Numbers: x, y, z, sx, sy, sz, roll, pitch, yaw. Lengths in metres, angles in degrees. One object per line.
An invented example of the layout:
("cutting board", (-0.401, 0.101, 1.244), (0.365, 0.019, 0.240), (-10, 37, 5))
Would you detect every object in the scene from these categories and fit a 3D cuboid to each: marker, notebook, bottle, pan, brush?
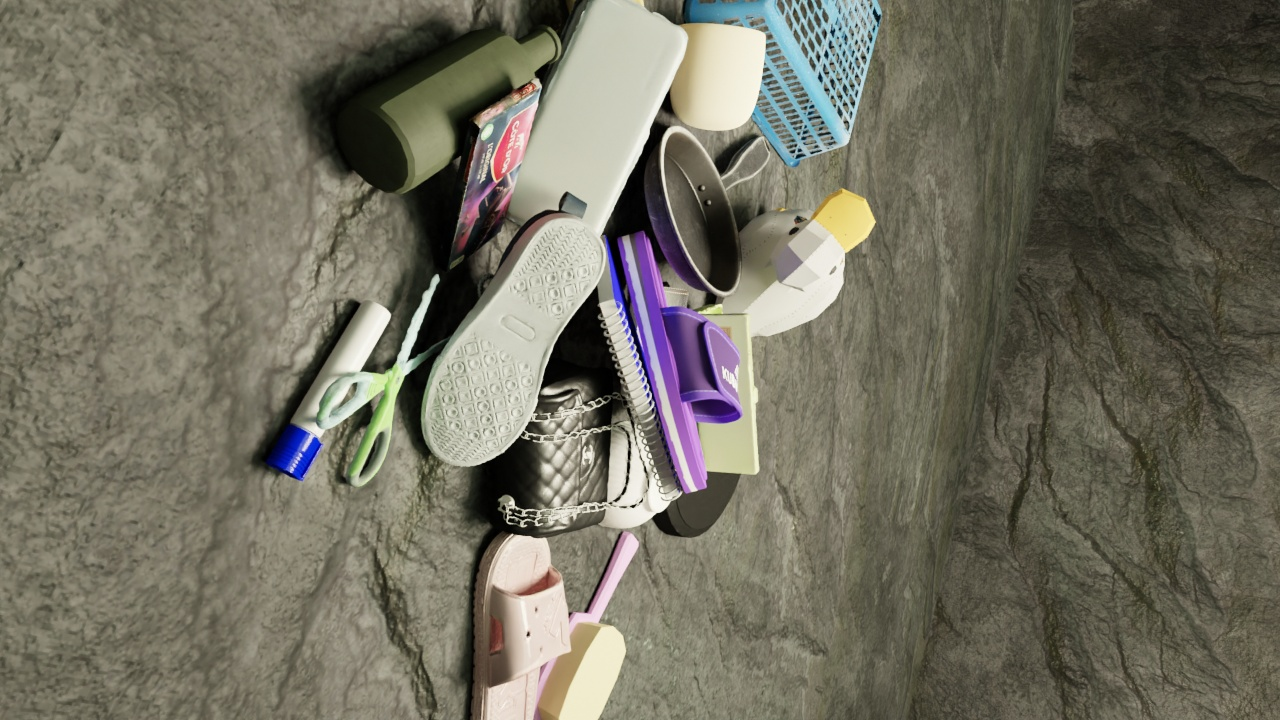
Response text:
("marker", (-0.217, 0.019, 0.648), (0.027, 0.023, 0.133), (53, 55, -50))
("notebook", (-0.005, 0.005, 0.876), (0.171, 0.022, 0.209), (-100, 173, -62))
("bottle", (-0.129, -0.199, 0.681), (0.206, 0.071, 0.071), (-49, 137, -40))
("pan", (0.066, 0.060, 1.113), (0.224, 0.034, 0.357), (-48, 138, -40))
("pan", (0.088, -0.194, 1.042), (0.187, 0.055, 0.355), (65, 28, -18))
("brush", (-0.045, 0.293, 0.990), (0.228, 0.043, 0.089), (-62, 145, -26))

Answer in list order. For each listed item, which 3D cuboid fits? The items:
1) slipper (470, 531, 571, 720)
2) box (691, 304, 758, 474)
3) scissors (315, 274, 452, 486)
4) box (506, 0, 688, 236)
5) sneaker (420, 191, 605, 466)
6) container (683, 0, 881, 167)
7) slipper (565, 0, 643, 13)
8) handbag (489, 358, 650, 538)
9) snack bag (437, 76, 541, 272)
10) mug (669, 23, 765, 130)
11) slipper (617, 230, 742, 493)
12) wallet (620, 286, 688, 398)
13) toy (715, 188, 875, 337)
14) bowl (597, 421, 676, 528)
("slipper", (-0.108, 0.273, 0.864), (0.094, 0.064, 0.239), (-8, 107, -58))
("box", (0.098, 0.031, 1.061), (0.083, 0.092, 0.188), (-35, 124, -65))
("scissors", (-0.185, 0.012, 0.679), (0.159, 0.025, 0.171), (36, 71, -69))
("box", (-0.050, -0.206, 0.792), (0.215, 0.122, 0.083), (-62, 180, 6))
("sneaker", (-0.107, -0.026, 0.745), (0.089, 0.087, 0.236), (28, 102, -22))
("container", (0.196, -0.426, 1.124), (0.362, 0.089, 0.257), (30, 73, -57))
("slipper", (-0.017, -0.357, 0.812), (0.111, 0.079, 0.262), (-48, 138, -45))
("handbag", (-0.068, 0.086, 0.824), (0.124, 0.115, 0.154), (-14, 114, -55))
("snack bag", (-0.117, -0.136, 0.695), (0.074, 0.018, 0.156), (-48, 170, -41))
("mug", (0.076, -0.295, 0.974), (0.120, 0.096, 0.100), (-122, -143, -75))
("slipper", (0.049, -0.014, 0.881), (0.107, 0.084, 0.266), (65, 10, -63))
("wallet", (0.016, -0.020, 1.003), (0.072, 0.019, 0.123), (3, 97, -39))
("toy", (0.174, -0.109, 1.096), (0.247, 0.141, 0.267), (-45, -179, 20))
("bowl", (-0.001, 0.129, 0.994), (0.117, 0.062, 0.118), (-24, 119, -54))
